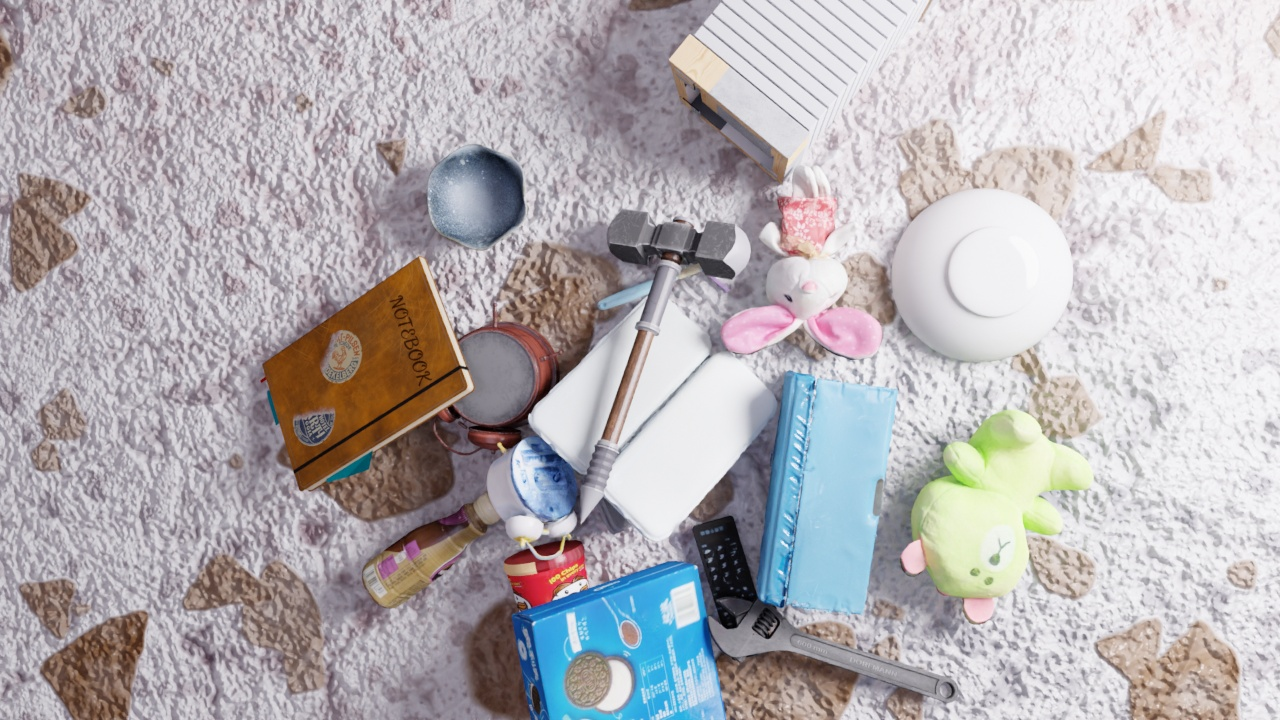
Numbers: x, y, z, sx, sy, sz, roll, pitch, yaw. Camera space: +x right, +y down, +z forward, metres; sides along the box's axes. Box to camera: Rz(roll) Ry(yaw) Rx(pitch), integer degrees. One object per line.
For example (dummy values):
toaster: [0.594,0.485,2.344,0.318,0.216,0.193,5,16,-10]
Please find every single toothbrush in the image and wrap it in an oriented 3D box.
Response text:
toothbrush: [0.024,-0.084,0.968,0.155,0.016,0.022,-20,108,15]

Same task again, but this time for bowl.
bowl: [-0.169,-0.170,0.977,0.110,0.055,0.110,0,91,6]
bowl: [0.344,-0.086,0.912,0.177,0.066,0.176,0,92,7]

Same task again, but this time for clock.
clock: [-0.106,0.139,0.927,0.052,0.088,0.125,-28,70,32]
clock: [-0.159,0.029,0.974,0.120,0.072,0.158,36,95,5]

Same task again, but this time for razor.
razor: [-0.080,0.161,0.987,0.116,0.047,0.088,-26,89,15]

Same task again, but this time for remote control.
remote control: [0.098,0.241,0.976,0.047,0.022,0.150,-16,92,6]

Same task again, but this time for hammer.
hammer: [-0.005,0.004,0.901,0.156,0.043,0.321,12,73,23]

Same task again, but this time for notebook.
notebook: [-0.298,0.027,0.973,0.250,0.014,0.178,-31,70,17]

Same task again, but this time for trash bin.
trash bin: [0.166,-0.321,0.888,0.142,0.142,0.247,41,96,4]

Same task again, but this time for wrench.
wrench: [0.199,0.304,0.949,0.273,0.018,0.073,19,71,-2]

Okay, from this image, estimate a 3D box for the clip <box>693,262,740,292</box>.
clip: [0.084,-0.097,0.971,0.043,0.014,0.051,-34,90,7]

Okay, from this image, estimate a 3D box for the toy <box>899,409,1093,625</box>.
toy: [0.341,0.146,0.909,0.150,0.107,0.197,33,105,-18]

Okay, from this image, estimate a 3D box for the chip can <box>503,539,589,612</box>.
chip can: [-0.079,0.304,0.966,0.087,0.087,0.213,-13,91,7]

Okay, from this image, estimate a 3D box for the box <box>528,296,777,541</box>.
box: [0.017,0.052,0.932,0.191,0.045,0.209,45,69,4]

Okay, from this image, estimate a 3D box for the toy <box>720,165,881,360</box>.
toy: [0.168,-0.097,0.925,0.159,0.084,0.194,6,93,9]

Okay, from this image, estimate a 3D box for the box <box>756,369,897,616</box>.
box: [0.187,0.131,0.927,0.111,0.094,0.231,8,91,4]

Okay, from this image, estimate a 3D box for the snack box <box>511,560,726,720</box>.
snack box: [-0.012,0.343,0.920,0.195,0.056,0.239,-11,91,-33]

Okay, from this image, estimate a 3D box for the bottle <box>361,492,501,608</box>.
bottle: [-0.221,0.201,0.993,0.166,0.059,0.059,-36,87,6]
